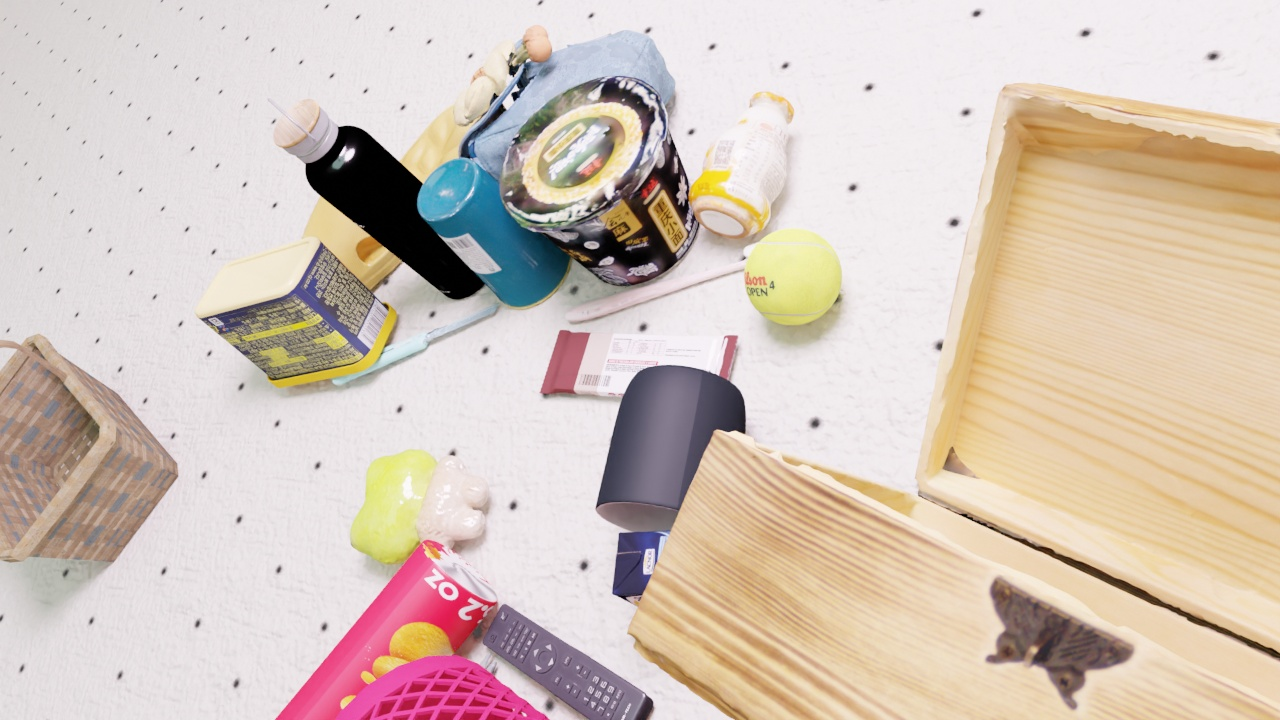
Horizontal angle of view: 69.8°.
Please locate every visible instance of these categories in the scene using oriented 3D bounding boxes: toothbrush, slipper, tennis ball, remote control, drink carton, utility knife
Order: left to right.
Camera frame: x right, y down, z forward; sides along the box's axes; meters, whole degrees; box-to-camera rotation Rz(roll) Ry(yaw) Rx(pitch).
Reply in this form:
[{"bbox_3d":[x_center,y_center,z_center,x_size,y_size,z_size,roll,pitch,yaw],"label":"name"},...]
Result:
[{"bbox_3d":[-0.249,-0.155,0.876,0.263,0.078,0.099,-45,53,1],"label":"slipper"},{"bbox_3d":[-0.200,-0.014,0.810,0.180,0.016,0.022,-21,44,16],"label":"utility knife"},{"bbox_3d":[-0.050,0.201,0.598,0.136,0.015,0.032,19,75,39],"label":"remote control"},{"bbox_3d":[0.019,-0.058,0.701,0.181,0.018,0.015,-16,57,24],"label":"toothbrush"},{"bbox_3d":[0.052,0.126,0.547,0.130,0.064,0.040,-8,60,27],"label":"drink carton"},{"bbox_3d":[0.103,-0.057,0.619,0.065,0.065,0.065,-14,58,23],"label":"tennis ball"}]

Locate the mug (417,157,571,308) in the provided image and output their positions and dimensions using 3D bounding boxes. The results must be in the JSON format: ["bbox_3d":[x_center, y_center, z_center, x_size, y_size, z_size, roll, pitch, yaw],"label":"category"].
[{"bbox_3d":[-0.120,-0.104,0.742,0.078,0.121,0.078,-14,58,23],"label":"mug"}]

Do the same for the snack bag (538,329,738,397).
[{"bbox_3d":[-0.004,0.004,0.682,0.158,0.013,0.057,2,67,32],"label":"snack bag"}]

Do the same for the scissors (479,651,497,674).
[{"bbox_3d":[-0.146,0.267,0.616,0.141,0.019,0.128,-24,54,15],"label":"scissors"}]

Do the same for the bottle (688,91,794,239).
[{"bbox_3d":[0.080,-0.147,0.685,0.063,0.063,0.108,13,71,35],"label":"bottle"}]

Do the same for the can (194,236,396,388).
[{"bbox_3d":[-0.307,-0.042,0.818,0.135,0.104,0.075,-10,48,29],"label":"can"}]

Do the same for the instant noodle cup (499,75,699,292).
[{"bbox_3d":[-0.020,-0.128,0.703,0.137,0.112,0.137,-14,57,22],"label":"instant noodle cup"}]

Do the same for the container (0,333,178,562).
[{"bbox_3d":[-0.590,0.075,0.877,0.250,0.186,0.157,29,80,38],"label":"container"}]

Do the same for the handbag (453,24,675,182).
[{"bbox_3d":[-0.074,-0.227,0.782,0.192,0.119,0.121,-8,43,31],"label":"handbag"}]

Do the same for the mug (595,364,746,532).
[{"bbox_3d":[0.013,0.064,0.604,0.122,0.085,0.094,-24,47,54],"label":"mug"}]

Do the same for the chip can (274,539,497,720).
[{"bbox_3d":[-0.195,0.230,0.633,0.220,0.069,0.069,-50,51,-3],"label":"chip can"}]

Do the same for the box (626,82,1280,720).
[{"bbox_3d":[0.229,0.048,0.378,0.279,0.281,0.315,23,90,37],"label":"box"}]

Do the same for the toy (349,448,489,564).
[{"bbox_3d":[-0.167,0.111,0.699,0.115,0.046,0.092,-2,64,22],"label":"toy"}]

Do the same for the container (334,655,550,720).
[{"bbox_3d":[-0.070,0.269,0.482,0.226,0.183,0.183,25,78,45],"label":"container"}]

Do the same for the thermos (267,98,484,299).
[{"bbox_3d":[-0.208,-0.132,0.738,0.061,0.231,0.061,-14,58,23],"label":"thermos"}]
